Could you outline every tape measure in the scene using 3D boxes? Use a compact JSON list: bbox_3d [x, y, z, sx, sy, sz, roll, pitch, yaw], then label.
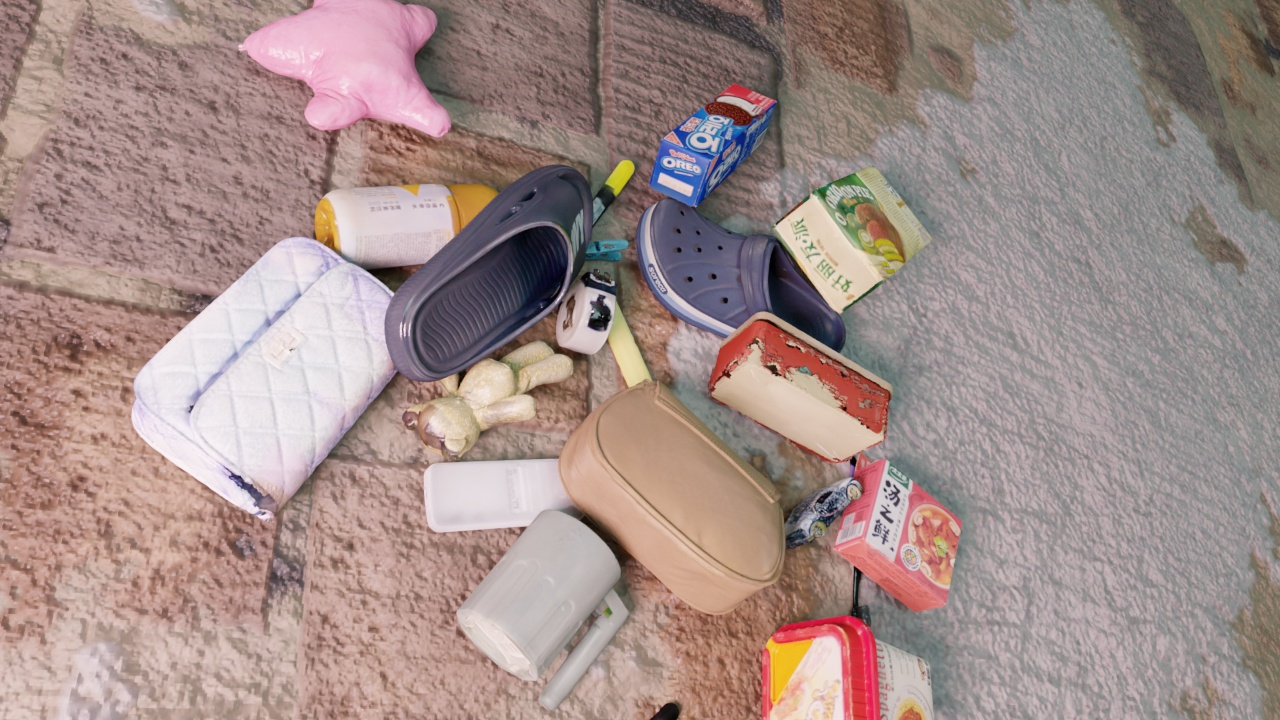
[{"bbox_3d":[-0.050,-0.040,0.833,0.033,0.066,0.065,16,59,-25],"label":"tape measure"}]

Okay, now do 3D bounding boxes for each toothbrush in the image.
[{"bbox_3d":[0.215,0.180,0.907,0.014,0.017,0.188,23,56,-29],"label":"toothbrush"}]

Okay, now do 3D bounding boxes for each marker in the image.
[{"bbox_3d":[-0.012,0.313,0.721,0.123,0.015,0.018,-32,87,-38],"label":"marker"},{"bbox_3d":[-0.040,-0.160,0.928,0.018,0.015,0.123,36,58,-8],"label":"marker"}]

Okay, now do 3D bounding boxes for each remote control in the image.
[{"bbox_3d":[-0.110,0.110,0.757,0.135,0.020,0.055,1,67,-29],"label":"remote control"}]

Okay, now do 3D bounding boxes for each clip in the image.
[{"bbox_3d":[-0.041,-0.107,0.898,0.055,0.038,0.013,-4,68,-20],"label":"clip"}]

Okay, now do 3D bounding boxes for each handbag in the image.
[{"bbox_3d":[0.029,0.116,0.786,0.204,0.100,0.147,43,39,-4],"label":"handbag"},{"bbox_3d":[-0.268,0.007,0.686,0.134,0.076,0.193,39,56,-11],"label":"handbag"}]

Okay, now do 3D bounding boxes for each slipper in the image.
[{"bbox_3d":[0.109,-0.075,0.921,0.252,0.095,0.104,32,53,-15],"label":"slipper"},{"bbox_3d":[-0.098,-0.071,0.769,0.267,0.083,0.111,-49,137,-41],"label":"slipper"}]

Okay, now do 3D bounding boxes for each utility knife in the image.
[{"bbox_3d":[-0.005,0.005,0.867,0.030,0.018,0.151,-12,76,-37],"label":"utility knife"}]

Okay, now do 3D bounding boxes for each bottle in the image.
[{"bbox_3d":[-0.180,-0.119,0.797,0.189,0.068,0.068,-11,73,-35],"label":"bottle"}]

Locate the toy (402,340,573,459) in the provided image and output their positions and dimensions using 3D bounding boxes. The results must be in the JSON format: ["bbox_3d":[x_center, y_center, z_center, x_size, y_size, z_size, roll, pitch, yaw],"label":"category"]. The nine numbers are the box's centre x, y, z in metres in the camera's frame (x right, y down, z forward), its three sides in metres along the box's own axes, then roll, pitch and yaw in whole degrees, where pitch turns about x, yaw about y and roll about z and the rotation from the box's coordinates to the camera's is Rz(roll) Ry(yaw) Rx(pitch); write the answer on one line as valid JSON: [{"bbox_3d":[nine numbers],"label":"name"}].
[{"bbox_3d":[-0.122,0.029,0.771,0.105,0.066,0.156,30,44,27],"label":"toy"}]

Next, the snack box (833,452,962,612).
[{"bbox_3d":[0.259,0.163,0.910,0.113,0.044,0.126,38,50,-12],"label":"snack box"}]

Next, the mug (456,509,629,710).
[{"bbox_3d":[-0.068,0.195,0.713,0.103,0.084,0.124,-47,118,-35],"label":"mug"}]

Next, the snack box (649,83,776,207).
[{"bbox_3d":[0.080,-0.229,0.962,0.058,0.057,0.206,27,40,11],"label":"snack box"}]

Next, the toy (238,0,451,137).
[{"bbox_3d":[-0.265,-0.282,0.826,0.178,0.075,0.194,-1,65,-26],"label":"toy"}]

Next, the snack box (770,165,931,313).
[{"bbox_3d":[0.235,-0.137,0.988,0.114,0.063,0.239,53,33,3],"label":"snack box"}]

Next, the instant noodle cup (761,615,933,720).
[{"bbox_3d":[0.182,0.289,0.785,0.124,0.117,0.116,23,57,-32],"label":"instant noodle cup"}]

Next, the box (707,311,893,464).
[{"bbox_3d":[0.156,0.035,0.894,0.168,0.092,0.079,28,54,-14],"label":"box"}]

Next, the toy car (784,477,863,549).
[{"bbox_3d":[0.171,0.143,0.879,0.105,0.049,0.031,-34,88,-37],"label":"toy car"}]
